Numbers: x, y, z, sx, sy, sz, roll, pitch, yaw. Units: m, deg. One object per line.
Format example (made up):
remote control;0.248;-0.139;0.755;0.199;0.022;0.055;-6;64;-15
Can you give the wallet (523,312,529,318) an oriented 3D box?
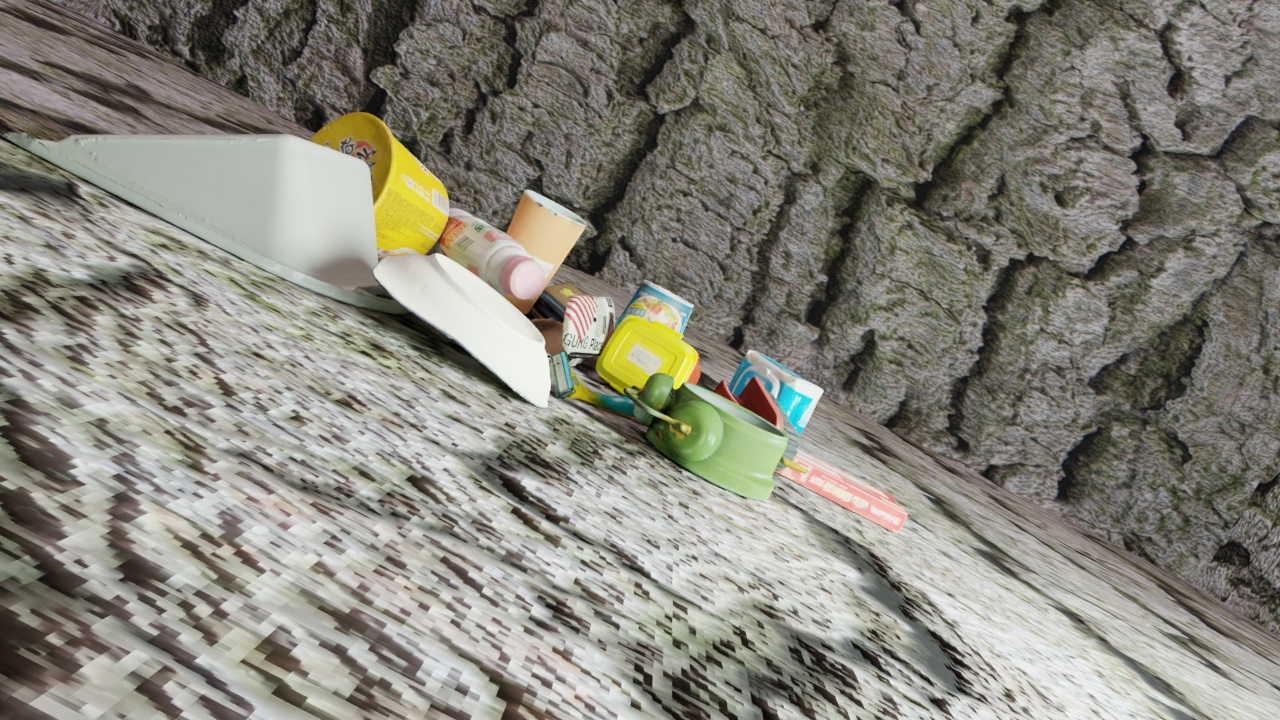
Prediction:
wallet;-0.191;-0.077;1.033;0.122;0.020;0.096;29;11;6

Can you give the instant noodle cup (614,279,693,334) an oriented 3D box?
instant noodle cup;0.011;-0.036;1.127;0.099;0.110;0.099;28;6;-3

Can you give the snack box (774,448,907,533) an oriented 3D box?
snack box;0.202;0.129;0.968;0.153;0.025;0.075;27;6;-2

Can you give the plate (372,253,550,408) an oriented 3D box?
plate;-0.128;-0.036;0.718;0.163;0.034;0.164;39;6;-14

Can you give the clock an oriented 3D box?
clock;0.054;0.059;0.764;0.161;0.056;0.116;23;6;-31

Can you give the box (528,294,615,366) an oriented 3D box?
box;-0.061;-0.036;0.925;0.076;0.088;0.162;45;9;8

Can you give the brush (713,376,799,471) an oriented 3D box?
brush;0.112;0.063;0.929;0.069;0.063;0.145;31;12;-14

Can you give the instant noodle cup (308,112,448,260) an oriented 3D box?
instant noodle cup;-0.273;-0.167;0.943;0.138;0.138;0.109;31;0;30

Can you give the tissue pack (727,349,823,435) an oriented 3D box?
tissue pack;0.163;0.048;1.172;0.063;0.090;0.140;24;7;-31

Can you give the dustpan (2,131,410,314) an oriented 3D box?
dustpan;-0.319;-0.105;0.758;0.258;0.142;0.222;-2;5;4

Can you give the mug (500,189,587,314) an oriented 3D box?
mug;-0.122;-0.117;1.020;0.078;0.123;0.078;29;12;-7

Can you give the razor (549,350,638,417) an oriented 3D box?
razor;-0.024;0.031;0.796;0.132;0.028;0.043;20;40;-41

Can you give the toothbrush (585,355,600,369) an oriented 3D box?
toothbrush;0.007;0.032;0.992;0.191;0.016;0.018;29;-4;16

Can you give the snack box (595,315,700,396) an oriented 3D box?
snack box;0.014;0.007;0.939;0.091;0.082;0.080;30;-3;20

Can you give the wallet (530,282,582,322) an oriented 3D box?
wallet;-0.084;-0.056;1.112;0.090;0.033;0.115;43;17;5

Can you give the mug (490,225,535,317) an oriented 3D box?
mug;-0.173;-0.108;1.145;0.103;0.084;0.125;29;-18;30

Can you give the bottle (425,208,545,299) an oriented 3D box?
bottle;-0.162;-0.108;0.955;0.068;0.068;0.197;22;5;-40

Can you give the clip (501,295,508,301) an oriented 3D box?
clip;-0.158;-0.045;0.849;0.083;0.035;0.104;30;14;-5
